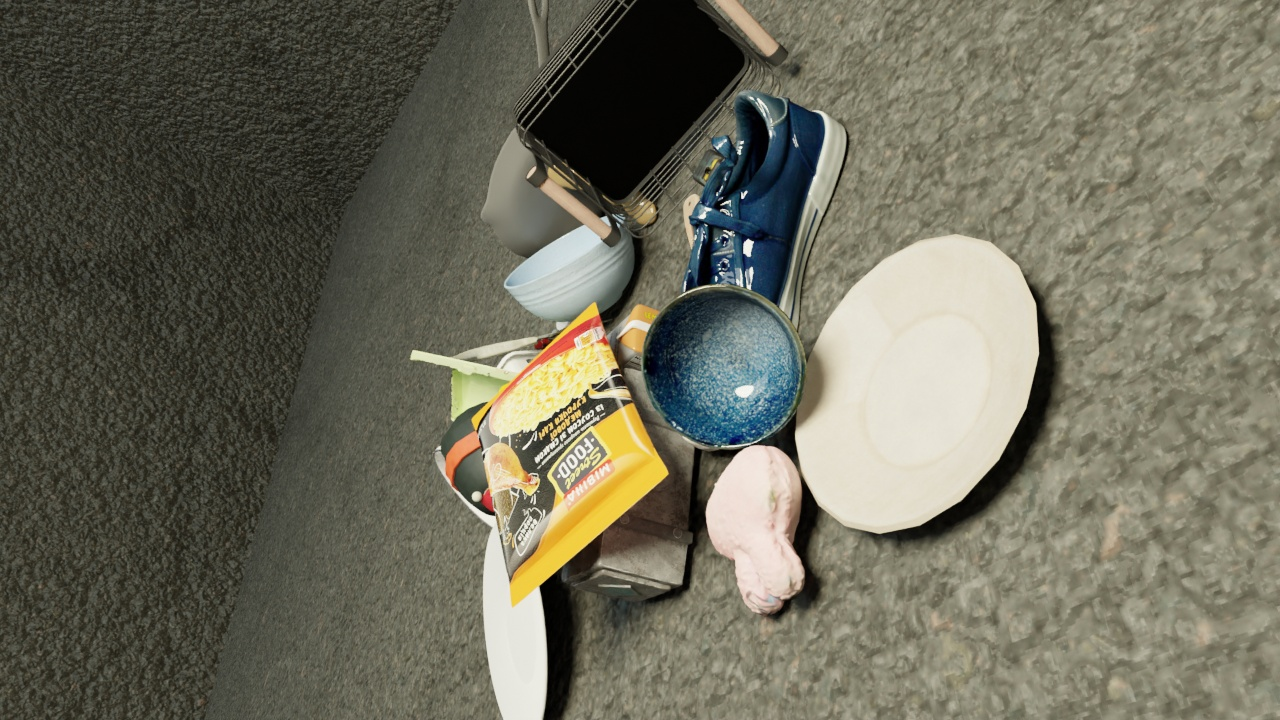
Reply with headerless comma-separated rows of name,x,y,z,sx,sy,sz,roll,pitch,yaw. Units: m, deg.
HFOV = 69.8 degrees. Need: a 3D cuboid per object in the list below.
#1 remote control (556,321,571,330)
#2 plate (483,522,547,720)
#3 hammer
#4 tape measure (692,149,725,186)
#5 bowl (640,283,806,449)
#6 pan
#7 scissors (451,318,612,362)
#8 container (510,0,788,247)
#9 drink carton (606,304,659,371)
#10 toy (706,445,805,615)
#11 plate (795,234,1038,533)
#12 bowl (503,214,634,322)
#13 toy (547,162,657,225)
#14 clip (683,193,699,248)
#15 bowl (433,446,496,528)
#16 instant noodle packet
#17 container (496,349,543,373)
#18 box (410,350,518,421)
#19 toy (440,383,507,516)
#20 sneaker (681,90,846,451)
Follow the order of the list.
remote control,-0.066,-0.096,1.104,0.136,0.013,0.043,-64,27,9
plate,-0.116,0.254,0.873,0.209,0.015,0.208,178,90,-66
hammer,-0.060,0.146,0.852,0.327,0.079,0.176,-38,38,54
tape measure,0.078,-0.159,0.819,0.038,0.067,0.062,-61,27,14
bowl,0.063,0.000,0.647,0.114,0.114,0.060,-59,-8,18
pan,-0.094,-0.254,1.028,0.024,0.215,0.355,31,140,35
scissors,-0.130,-0.020,1.054,0.199,0.179,0.015,161,96,-76
container,0.002,-0.249,0.879,0.242,0.162,0.130,-46,29,14
drink carton,-0.005,0.005,0.848,0.125,0.076,0.048,-40,37,50
toy,0.080,0.116,0.619,0.109,0.053,0.105,117,149,-54
plate,0.168,0.015,0.563,0.189,0.027,0.188,-42,36,41
bowl,-0.065,-0.090,1.002,0.151,0.075,0.150,-27,19,10
toy,-0.020,-0.224,1.035,0.108,0.134,0.106,-56,-12,-44
clip,0.063,-0.129,0.884,0.024,0.041,0.060,-23,70,56
bowl,-0.158,0.119,0.976,0.065,0.116,0.116,-41,16,-25
instant noodle packet,-0.067,0.066,0.741,0.160,0.032,0.220,-43,38,15
container,-0.142,0.050,1.062,0.049,0.080,0.129,52,122,24
box,-0.144,0.032,0.976,0.188,0.130,0.064,10,54,36
toy,-0.134,0.098,0.867,0.098,0.099,0.119,79,166,-51
sneaker,0.066,-0.079,0.721,0.121,0.127,0.294,4,76,64
